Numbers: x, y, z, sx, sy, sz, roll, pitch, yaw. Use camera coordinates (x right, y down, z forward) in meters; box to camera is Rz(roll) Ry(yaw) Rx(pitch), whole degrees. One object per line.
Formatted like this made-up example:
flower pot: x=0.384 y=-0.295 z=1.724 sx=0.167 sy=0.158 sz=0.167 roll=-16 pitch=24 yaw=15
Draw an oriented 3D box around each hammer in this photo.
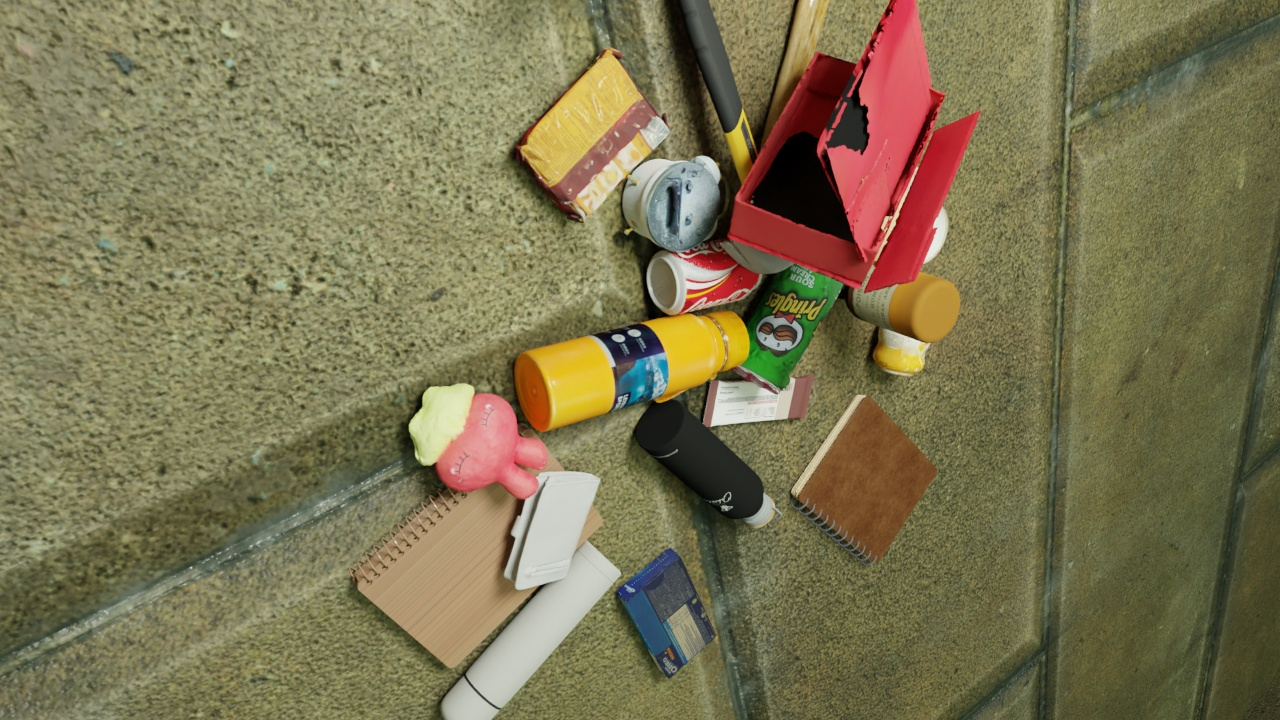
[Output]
hammer: x=0.149 y=-0.259 z=0.914 sx=0.132 sy=0.033 sz=0.331 roll=2 pitch=109 yaw=-37
hammer: x=0.082 y=-0.228 z=0.840 sx=0.126 sy=0.029 sz=0.324 roll=-42 pitch=119 yaw=-39

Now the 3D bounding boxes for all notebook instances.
notebook: x=-0.152 y=0.178 z=0.888 sx=0.210 sy=0.022 sz=0.169 roll=-43 pitch=128 yaw=-13
notebook: x=0.294 y=0.162 z=1.201 sx=0.225 sy=0.024 sz=0.167 roll=40 pitch=83 yaw=-39

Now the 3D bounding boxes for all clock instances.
clock: x=0.040 y=-0.149 z=0.864 sx=0.117 sy=0.057 sz=0.083 roll=-10 pitch=114 yaw=-32

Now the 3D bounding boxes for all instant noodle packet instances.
instant noodle packet: x=-0.040 y=-0.195 z=0.799 sx=0.135 sy=0.040 sz=0.098 roll=-48 pitch=130 yaw=-7

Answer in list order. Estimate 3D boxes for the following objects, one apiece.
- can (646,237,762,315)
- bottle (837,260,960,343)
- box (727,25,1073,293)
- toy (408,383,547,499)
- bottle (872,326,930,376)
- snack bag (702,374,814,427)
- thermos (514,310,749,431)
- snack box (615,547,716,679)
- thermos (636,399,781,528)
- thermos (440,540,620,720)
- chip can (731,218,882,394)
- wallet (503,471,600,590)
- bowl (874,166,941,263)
can: x=0.064 y=-0.084 z=0.903 sx=0.104 sy=0.064 sz=0.064 roll=-14 pitch=117 yaw=-31
bottle: x=0.263 y=-0.071 z=0.993 sx=0.067 sy=0.157 sz=0.068 roll=-11 pitch=113 yaw=-29
box: x=0.331 y=-0.148 z=0.722 sx=0.214 sy=0.512 sz=0.141 roll=-60 pitch=149 yaw=-27
toy: x=-0.143 y=0.075 z=0.820 sx=0.135 sy=0.045 sz=0.091 roll=36 pitch=76 yaw=-21
bottle: x=0.321 y=-0.038 z=1.109 sx=0.063 sy=0.063 sz=0.109 roll=-3 pitch=111 yaw=-35
snack bag: x=0.136 y=0.045 z=1.044 sx=0.157 sy=0.013 sz=0.057 roll=-3 pitch=108 yaw=-35
thermos: x=-0.005 y=0.005 z=0.892 sx=0.232 sy=0.092 sz=0.076 roll=-16 pitch=77 yaw=-30
snack box: x=0.032 y=0.296 z=1.067 sx=0.082 sy=0.027 sz=0.150 roll=-34 pitch=124 yaw=-18
thermos: x=0.085 y=0.126 z=1.010 sx=0.061 sy=0.061 sz=0.231 roll=-52 pitch=129 yaw=-6
thermos: x=-0.113 y=0.285 z=0.941 sx=0.224 sy=0.052 sz=0.052 roll=-47 pitch=129 yaw=-10
chip can: x=0.176 y=-0.075 z=0.983 sx=0.075 sy=0.075 sz=0.223 roll=33 pitch=88 yaw=-40
wallet: x=-0.089 y=0.163 z=0.897 sx=0.086 sy=0.032 sz=0.116 roll=10 pitch=102 yaw=-51
bowl: x=0.303 y=-0.151 z=1.048 sx=0.145 sy=0.063 sz=0.145 roll=-15 pitch=118 yaw=-31
